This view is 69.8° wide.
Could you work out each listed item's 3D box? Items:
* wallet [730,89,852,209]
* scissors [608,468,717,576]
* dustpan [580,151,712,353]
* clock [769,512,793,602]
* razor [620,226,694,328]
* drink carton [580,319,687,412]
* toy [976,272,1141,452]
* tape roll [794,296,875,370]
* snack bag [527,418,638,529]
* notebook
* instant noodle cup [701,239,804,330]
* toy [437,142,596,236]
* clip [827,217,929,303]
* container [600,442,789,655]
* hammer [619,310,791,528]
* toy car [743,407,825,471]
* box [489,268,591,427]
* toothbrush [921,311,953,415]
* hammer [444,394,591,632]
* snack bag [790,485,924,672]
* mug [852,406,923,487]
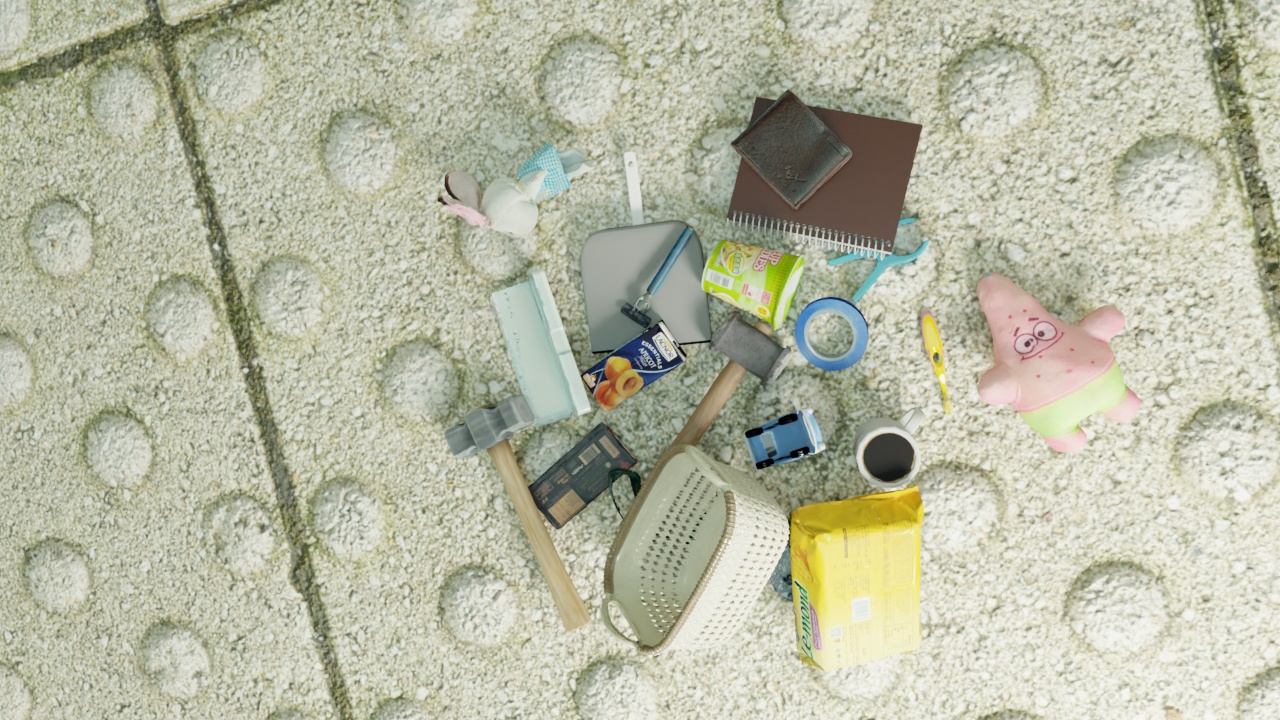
[{"bbox_3d":[0.187,-0.262,1.139,0.099,0.031,0.120,-43,80,10],"label":"wallet"},{"bbox_3d":[0.056,0.216,1.229,0.204,0.015,0.201,-23,97,9],"label":"scissors"},{"bbox_3d":[0.000,-0.144,1.211,0.163,0.033,0.258,-5,102,11],"label":"dustpan"},{"bbox_3d":[0.201,0.256,1.190,0.090,0.052,0.129,-43,87,11],"label":"clock"},{"bbox_3d":[0.027,-0.110,1.185,0.042,0.022,0.144,33,105,0],"label":"razor"},{"bbox_3d":[-0.007,0.007,1.209,0.130,0.040,0.064,-33,96,14],"label":"drink carton"},{"bbox_3d":[0.485,-0.008,1.101,0.192,0.097,0.236,-34,80,3],"label":"toy"},{"bbox_3d":[0.243,-0.034,1.169,0.093,0.016,0.091,19,110,11],"label":"tape roll"},{"bbox_3d":[-0.083,0.158,1.251,0.155,0.018,0.074,-41,86,11],"label":"snack bag"},{"bbox_3d":[0.228,-0.229,1.153,0.209,0.022,0.171,14,91,13],"label":"notebook"},{"bbox_3d":[0.140,-0.104,1.158,0.108,0.098,0.099,22,98,16],"label":"instant noodle cup"},{"bbox_3d":[-0.153,-0.223,1.214,0.205,0.131,0.106,-20,121,3],"label":"toy"},{"bbox_3d":[0.295,-0.144,1.159,0.127,0.028,0.113,-25,91,12],"label":"clip"},{"bbox_3d":[0.066,0.236,1.128,0.142,0.184,0.246,17,108,-33],"label":"container"},{"bbox_3d":[0.070,0.089,1.193,0.098,0.052,0.328,35,96,6],"label":"hammer"},{"bbox_3d":[0.181,0.098,1.145,0.054,0.154,0.056,-14,81,-26],"label":"toy car"},{"bbox_3d":[-0.132,-0.014,1.223,0.126,0.075,0.197,-19,89,30],"label":"box"},{"bbox_3d":[0.376,0.004,1.157,0.021,0.016,0.135,-14,92,15],"label":"toothbrush"},{"bbox_3d":[-0.149,0.209,1.233,0.117,0.051,0.322,-27,84,19],"label":"hammer"},{"bbox_3d":[0.268,0.271,1.120,0.159,0.068,0.247,-9,113,-5],"label":"snack bag"},{"bbox_3d":[0.313,0.101,1.138,0.073,0.089,0.105,37,99,6],"label":"mug"}]
